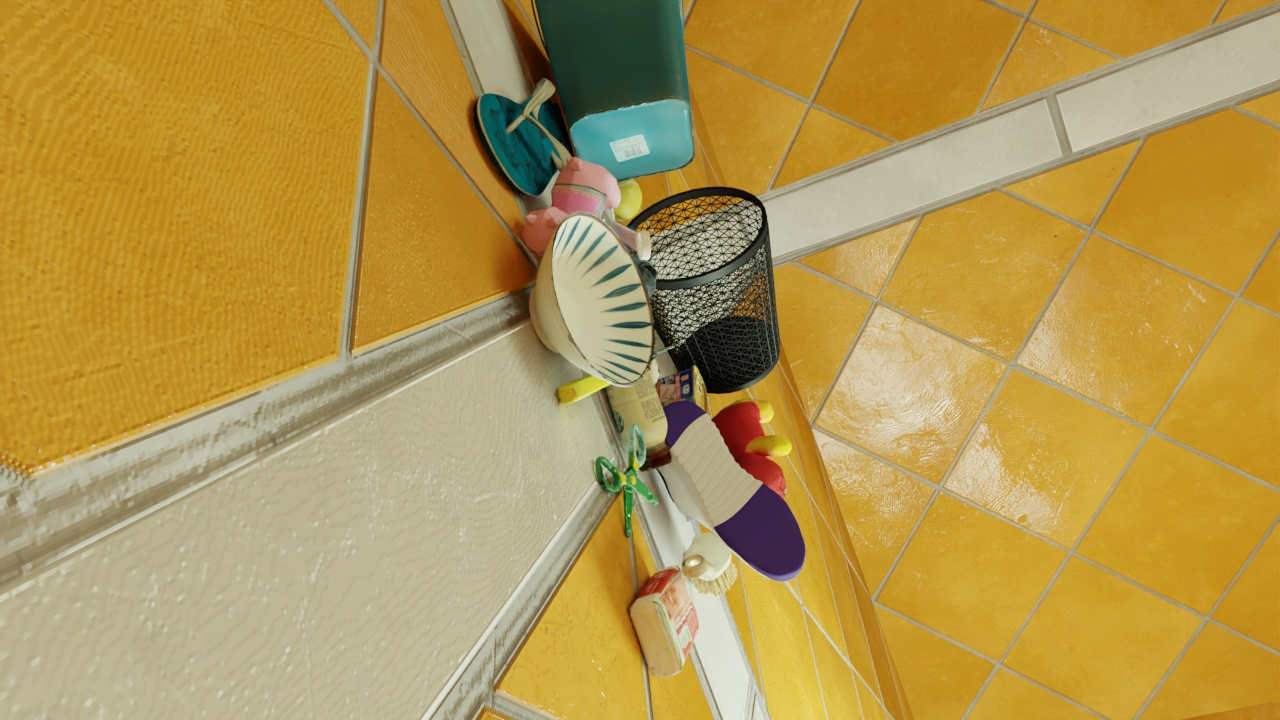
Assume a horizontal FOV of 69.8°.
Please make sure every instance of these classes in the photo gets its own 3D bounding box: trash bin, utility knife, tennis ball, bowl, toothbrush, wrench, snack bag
[{"bbox_3d":[-0.024,-0.367,1.187,0.197,0.199,0.218,71,8,-67],"label":"trash bin"},{"bbox_3d":[0.104,-0.093,1.356,0.216,0.217,0.243,-92,164,-48],"label":"trash bin"},{"bbox_3d":[-0.020,0.009,0.967,0.202,0.029,0.020,-26,101,-54],"label":"utility knife"},{"bbox_3d":[-0.031,-0.226,1.276,0.065,0.065,0.065,-18,90,-75],"label":"tennis ball"},{"bbox_3d":[-0.061,-0.052,0.907,0.177,0.071,0.177,36,45,-48],"label":"bowl"},{"bbox_3d":[-0.090,-0.249,1.188,0.016,0.017,0.190,48,25,-74],"label":"toothbrush"},{"bbox_3d":[-0.020,-0.145,1.050,0.273,0.009,0.047,-130,-144,-73],"label":"wrench"},{"bbox_3d":[0.027,0.264,0.937,0.115,0.036,0.077,-24,94,-75],"label":"snack bag"}]

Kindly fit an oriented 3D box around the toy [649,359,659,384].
[{"bbox_3d":[-0.007,0.007,1.121,0.087,0.050,0.112,27,52,-70],"label":"toy"}]

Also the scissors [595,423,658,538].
[{"bbox_3d":[-0.012,0.123,0.976,0.125,0.011,0.131,45,44,-46],"label":"scissors"}]

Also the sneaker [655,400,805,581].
[{"bbox_3d":[0.091,0.169,1.093,0.244,0.091,0.111,53,-27,19],"label":"sneaker"}]

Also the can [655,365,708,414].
[{"bbox_3d":[0.057,0.056,1.262,0.099,0.059,0.054,-86,153,-56],"label":"can"}]

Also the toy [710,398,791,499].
[{"bbox_3d":[0.154,0.162,1.373,0.098,0.148,0.215,17,45,-23],"label":"toy"}]

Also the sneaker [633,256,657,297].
[{"bbox_3d":[-0.017,-0.092,1.080,0.235,0.079,0.087,-96,161,-75],"label":"sneaker"}]

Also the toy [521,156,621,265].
[{"bbox_3d":[-0.075,-0.155,0.984,0.157,0.067,0.123,2,99,-74],"label":"toy"}]

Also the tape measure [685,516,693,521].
[{"bbox_3d":[0.063,0.179,1.209,0.060,0.020,0.062,0,73,-81],"label":"tape measure"}]

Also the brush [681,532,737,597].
[{"bbox_3d":[0.072,0.232,1.028,0.077,0.062,0.272,61,2,13],"label":"brush"}]

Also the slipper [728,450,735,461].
[{"bbox_3d":[0.097,0.166,1.268,0.213,0.059,0.104,-110,-162,-66],"label":"slipper"}]

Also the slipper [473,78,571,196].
[{"bbox_3d":[-0.110,-0.256,1.037,0.294,0.060,0.118,-68,140,-69],"label":"slipper"}]

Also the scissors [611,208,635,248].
[{"bbox_3d":[-0.032,-0.163,1.233,0.133,0.014,0.127,-30,114,-65],"label":"scissors"}]

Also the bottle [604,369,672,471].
[{"bbox_3d":[-0.008,0.044,1.042,0.056,0.057,0.162,-19,91,-75],"label":"bottle"}]
